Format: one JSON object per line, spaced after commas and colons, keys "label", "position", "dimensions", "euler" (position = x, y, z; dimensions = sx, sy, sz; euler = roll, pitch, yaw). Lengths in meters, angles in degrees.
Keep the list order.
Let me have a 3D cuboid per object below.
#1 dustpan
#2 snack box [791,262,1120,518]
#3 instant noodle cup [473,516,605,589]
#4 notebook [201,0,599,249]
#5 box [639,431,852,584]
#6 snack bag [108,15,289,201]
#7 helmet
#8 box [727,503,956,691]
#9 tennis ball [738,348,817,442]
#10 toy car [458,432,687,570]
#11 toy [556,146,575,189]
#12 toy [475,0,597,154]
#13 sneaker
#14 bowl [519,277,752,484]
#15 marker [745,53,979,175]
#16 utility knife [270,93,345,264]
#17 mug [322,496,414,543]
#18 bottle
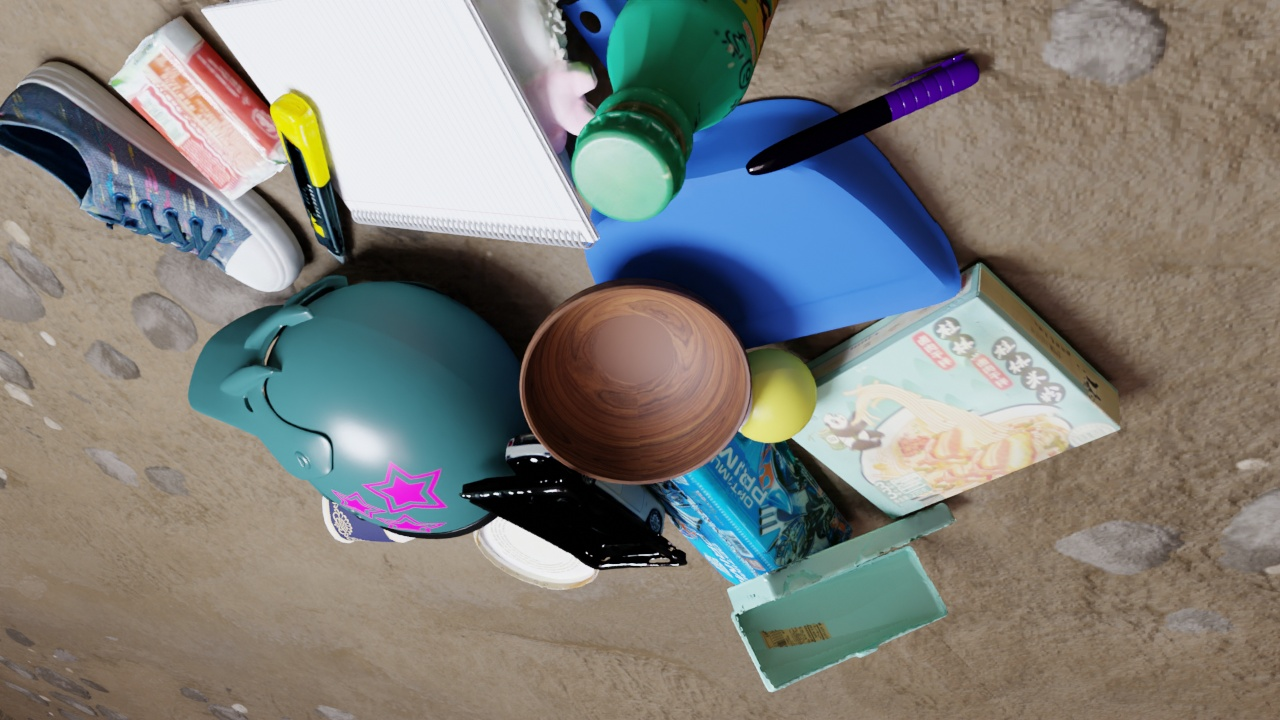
{"label": "dustpan", "position": [0.033, -0.109, 0.565], "dimensions": [0.246, 0.059, 0.257], "euler": [-14, 137, 32]}
{"label": "snack box", "position": [0.206, 0.030, 0.649], "dimensions": [0.141, 0.044, 0.194], "euler": [38, 137, -16]}
{"label": "instant noodle cup", "position": [-0.081, 0.136, 0.833], "dimensions": [0.146, 0.097, 0.146], "euler": [11, 137, 11]}
{"label": "notebook", "position": [-0.152, -0.147, 0.571], "dimensions": [0.246, 0.013, 0.178], "euler": [12, 145, 37]}
{"label": "box", "position": [0.061, 0.101, 0.762], "dimensions": [0.115, 0.093, 0.243], "euler": [0, 137, 50]}
{"label": "snack bag", "position": [-0.306, -0.175, 0.650], "dimensions": [0.077, 0.036, 0.116], "euler": [-20, 124, 35]}
{"label": "helmet", "position": [-0.220, 0.028, 0.729], "dimensions": [0.275, 0.176, 0.200], "euler": [-1, 139, 37]}
{"label": "box", "position": [0.169, 0.186, 0.712], "dimensions": [0.187, 0.093, 0.077], "euler": [-14, 164, -28]}
{"label": "tennis ball", "position": [0.089, 0.024, 0.634], "dimensions": [0.065, 0.065, 0.065], "euler": [11, 137, 11]}
{"label": "toy car", "position": [-0.040, 0.102, 0.699], "dimensions": [0.094, 0.071, 0.191], "euler": [-7, 149, 30]}
{"label": "toy", "position": [-0.071, -0.129, 0.590], "dimensions": [0.112, 0.050, 0.087], "euler": [18, 142, 32]}
{"label": "toy", "position": [-0.064, -0.167, 0.514], "dimensions": [0.096, 0.041, 0.109], "euler": [-23, 108, 49]}
{"label": "sneaker", "position": [-0.375, -0.121, 0.701], "dimensions": [0.235, 0.079, 0.088], "euler": [38, 135, -18]}
{"label": "bowl", "position": [-0.004, 0.004, 0.610], "dimensions": [0.147, 0.068, 0.147], "euler": [-1, 120, -1]}
{"label": "marker", "position": [0.119, -0.132, 0.496], "dimensions": [0.134, 0.015, 0.018], "euler": [-23, 96, 3]}
{"label": "utility knife", "position": [-0.236, -0.124, 0.666], "dimensions": [0.029, 0.020, 0.173], "euler": [32, 152, 12]}
{"label": "mug", "position": [-0.255, 0.128, 0.918], "dimensions": [0.089, 0.085, 0.112], "euler": [-2, 98, 20]}
{"label": "bottle", "position": [0.019, -0.141, 0.424], "dimensions": [0.068, 0.209, 0.068], "euler": [11, 137, 10]}
